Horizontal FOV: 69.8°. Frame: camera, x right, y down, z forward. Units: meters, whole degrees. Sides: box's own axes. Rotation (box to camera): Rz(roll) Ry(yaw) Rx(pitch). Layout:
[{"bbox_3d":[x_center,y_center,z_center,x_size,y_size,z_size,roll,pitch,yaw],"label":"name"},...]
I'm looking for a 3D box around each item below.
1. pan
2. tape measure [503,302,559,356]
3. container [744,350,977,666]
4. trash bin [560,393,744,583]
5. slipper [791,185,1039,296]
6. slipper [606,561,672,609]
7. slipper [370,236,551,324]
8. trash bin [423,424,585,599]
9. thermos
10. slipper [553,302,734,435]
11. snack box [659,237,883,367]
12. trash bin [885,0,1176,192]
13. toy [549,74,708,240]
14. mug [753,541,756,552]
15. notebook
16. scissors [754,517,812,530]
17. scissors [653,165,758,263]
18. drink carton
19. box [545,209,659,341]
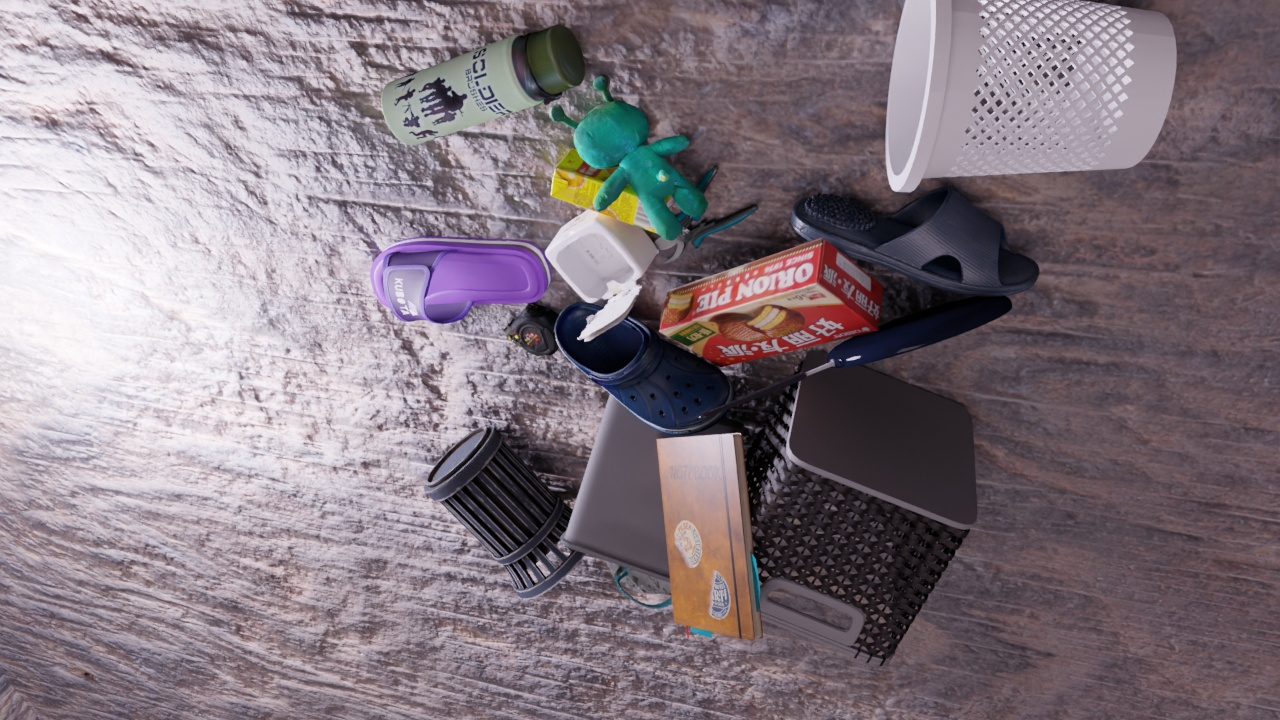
[{"bbox_3d":[0.223,-0.007,0.975,0.356,0.199,0.021,-21,93,-10],"label":"pan"},{"bbox_3d":[-0.137,-0.040,1.231,0.072,0.042,0.072,41,128,-8],"label":"tape measure"},{"bbox_3d":[0.250,0.171,1.131,0.247,0.244,0.244,21,128,3],"label":"container"},{"bbox_3d":[0.019,0.164,1.232,0.192,0.097,0.220,18,95,5],"label":"trash bin"},{"bbox_3d":[0.291,-0.141,0.960,0.264,0.101,0.083,18,132,10],"label":"slipper"},{"bbox_3d":[0.017,0.331,1.401,0.269,0.054,0.098,-3,111,51],"label":"slipper"},{"bbox_3d":[-0.254,-0.096,1.199,0.267,0.083,0.107,-1,127,20],"label":"slipper"},{"bbox_3d":[-0.202,0.222,1.389,0.165,0.163,0.227,-30,109,35],"label":"trash bin"},{"bbox_3d":[-0.171,-0.301,1.013,0.232,0.082,0.082,-10,123,26],"label":"thermos"},{"bbox_3d":[-0.007,0.007,1.143,0.253,0.105,0.095,30,172,18],"label":"slipper"},{"bbox_3d":[0.143,-0.058,1.043,0.113,0.060,0.237,29,151,-35],"label":"snack box"},{"bbox_3d":[0.339,-0.244,0.816,0.199,0.195,0.196,4,129,4],"label":"trash bin"},{"bbox_3d":[-0.007,-0.221,0.997,0.193,0.130,0.072,48,170,2],"label":"toy"},{"bbox_3d":[0.129,0.301,1.393,0.090,0.073,0.105,-27,140,34],"label":"mug"},{"bbox_3d":[0.084,0.214,1.095,0.179,0.014,0.249,-12,83,57],"label":"notebook"},{"bbox_3d":[0.179,0.235,1.323,0.162,0.012,0.158,-3,174,-11],"label":"scissors"},{"bbox_3d":[0.073,-0.165,1.070,0.124,0.019,0.157,13,132,12],"label":"scissors"},{"bbox_3d":[-0.031,-0.196,1.057,0.134,0.058,0.043,20,132,5],"label":"drink carton"},{"bbox_3d":[-0.053,-0.094,1.091,0.109,0.136,0.128,-22,116,41],"label":"box"}]
